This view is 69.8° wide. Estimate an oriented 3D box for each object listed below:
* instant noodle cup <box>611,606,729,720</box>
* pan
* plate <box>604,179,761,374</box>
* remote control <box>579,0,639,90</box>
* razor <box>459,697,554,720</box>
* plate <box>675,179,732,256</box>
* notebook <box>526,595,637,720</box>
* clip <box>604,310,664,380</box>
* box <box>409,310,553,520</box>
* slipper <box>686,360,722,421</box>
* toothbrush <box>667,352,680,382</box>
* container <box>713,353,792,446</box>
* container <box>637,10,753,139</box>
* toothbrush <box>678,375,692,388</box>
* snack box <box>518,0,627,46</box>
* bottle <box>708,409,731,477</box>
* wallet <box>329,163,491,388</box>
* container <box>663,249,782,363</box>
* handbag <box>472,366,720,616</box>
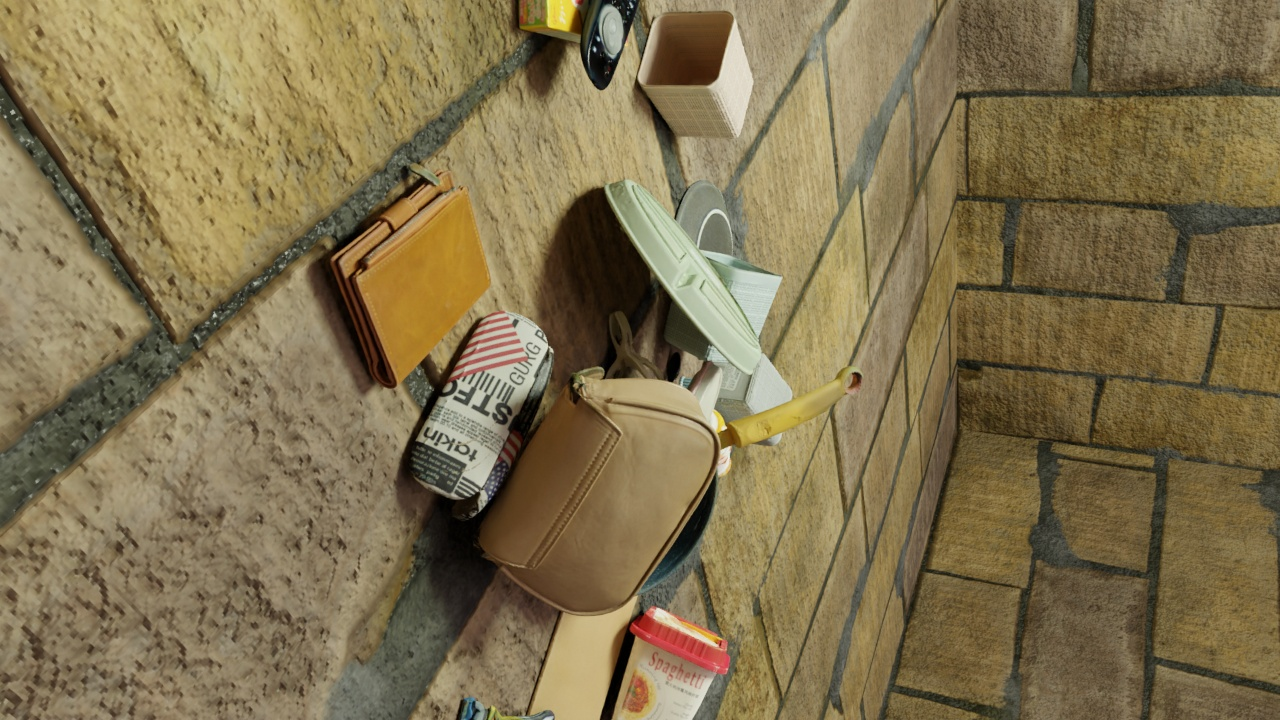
[{"bbox_3d":[0.029,0.358,1.033,0.116,0.116,0.124,48,65,-79],"label":"instant noodle cup"},{"bbox_3d":[0.053,0.091,0.858,0.356,0.078,0.198,-31,117,-18],"label":"pan"},{"bbox_3d":[0.046,-0.085,0.883,0.230,0.027,0.230,50,13,-17],"label":"plate"},{"bbox_3d":[-0.027,-0.293,0.781,0.053,0.024,0.136,47,55,-58],"label":"remote control"},{"bbox_3d":[-0.116,0.329,0.832,0.142,0.022,0.042,33,69,-57],"label":"razor"},{"bbox_3d":[0.082,-0.128,1.116,0.179,0.024,0.179,-27,121,-59],"label":"plate"},{"bbox_3d":[-0.053,0.294,0.969,0.149,0.012,0.211,51,52,-54],"label":"notebook"},{"bbox_3d":[-0.004,0.006,0.937,0.035,0.098,0.099,-13,119,-62],"label":"clip"},{"bbox_3d":[-0.125,0.045,0.736,0.086,0.075,0.161,119,-7,-60],"label":"box"},{"bbox_3d":[0.006,0.120,0.947,0.274,0.054,0.114,-63,164,-4],"label":"slipper"},{"bbox_3d":[0.024,0.082,1.066,0.018,0.014,0.189,42,60,-73],"label":"toothbrush"},{"bbox_3d":[0.132,0.045,1.188,0.114,0.090,0.090,49,53,-53],"label":"container"},{"bbox_3d":[0.064,-0.294,0.966,0.111,0.090,0.089,44,58,-62],"label":"container"},{"bbox_3d":[0.040,0.128,1.079,0.026,0.027,0.224,-17,115,-63],"label":"toothbrush"},{"bbox_3d":[-0.055,-0.320,0.784,0.140,0.034,0.087,-19,113,-59],"label":"snack box"},{"bbox_3d":[0.082,0.104,1.129,0.063,0.063,0.108,-68,150,-27],"label":"bottle"},{"bbox_3d":[-0.156,-0.065,0.644,0.130,0.035,0.119,-56,143,-45],"label":"wallet"},{"bbox_3d":[0.090,-0.060,1.044,0.089,0.090,0.111,2,110,-45],"label":"container"},{"bbox_3d":[-0.034,0.102,0.744,0.147,0.099,0.205,26,106,-26],"label":"handbag"}]
